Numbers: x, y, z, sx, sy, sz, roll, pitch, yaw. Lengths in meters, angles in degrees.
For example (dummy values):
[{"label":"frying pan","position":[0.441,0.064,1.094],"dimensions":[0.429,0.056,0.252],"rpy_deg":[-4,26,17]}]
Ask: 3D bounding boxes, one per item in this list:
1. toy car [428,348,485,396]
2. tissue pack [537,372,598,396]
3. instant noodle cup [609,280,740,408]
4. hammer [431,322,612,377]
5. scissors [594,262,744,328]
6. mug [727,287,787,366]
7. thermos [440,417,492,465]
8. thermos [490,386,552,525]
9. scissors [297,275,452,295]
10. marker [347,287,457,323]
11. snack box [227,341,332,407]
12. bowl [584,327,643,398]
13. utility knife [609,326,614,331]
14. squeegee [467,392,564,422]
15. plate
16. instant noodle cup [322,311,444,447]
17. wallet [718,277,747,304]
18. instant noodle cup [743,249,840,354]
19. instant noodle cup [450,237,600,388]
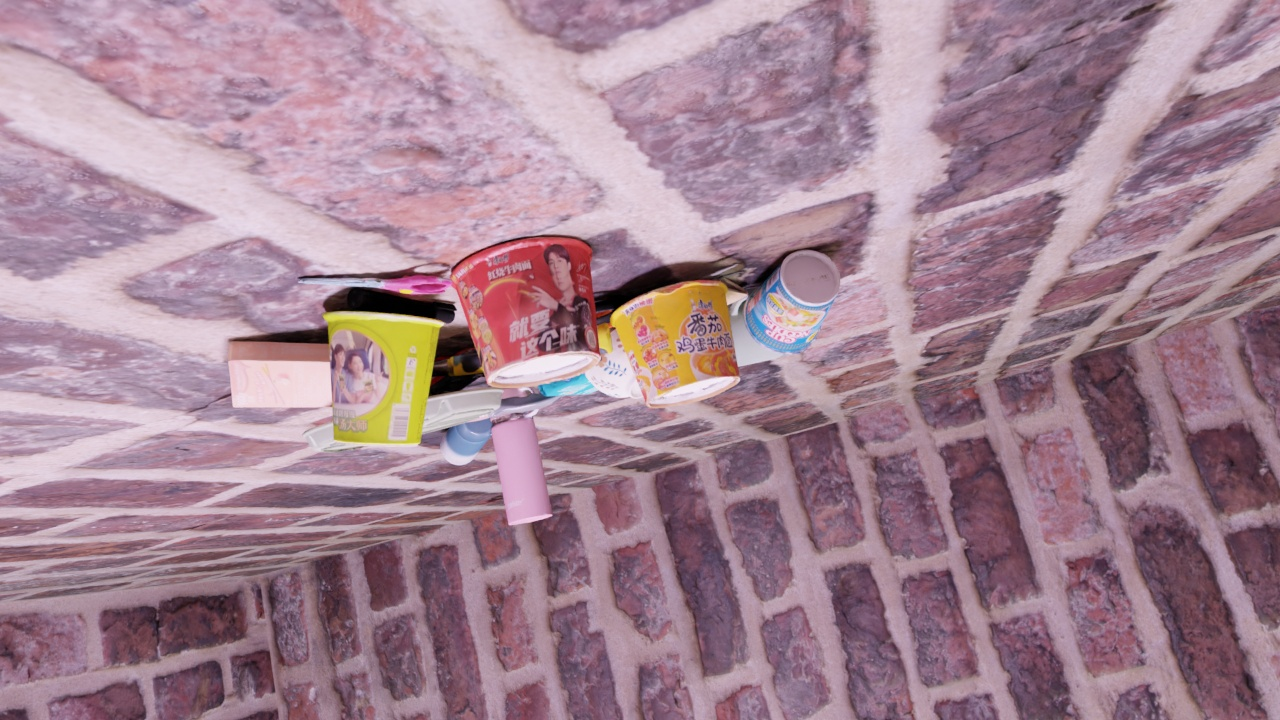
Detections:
[{"label":"toy car","position":[-0.231,0.017,1.115],"dimensions":[0.121,0.045,0.052],"rpy_deg":[-29,163,28]},{"label":"tissue pack","position":[-0.070,0.011,1.246],"dimensions":[0.134,0.050,0.093],"rpy_deg":[-24,165,40]},{"label":"instant noodle cup","position":[0.044,-0.013,1.025],"dimensions":[0.138,0.109,0.138],"rpy_deg":[-14,166,-4]},{"label":"hammer","position":[-0.192,0.003,1.025],"dimensions":[0.323,0.031,0.126],"rpy_deg":[-10,154,-2]},{"label":"scissors","position":[0.006,-0.070,1.051],"dimensions":[0.229,0.021,0.190],"rpy_deg":[-13,171,-13]},{"label":"mug","position":[0.154,-0.051,1.171],"dimensions":[0.106,0.082,0.112],"rpy_deg":[-12,136,-4]},{"label":"thermos","position":[-0.276,0.115,1.465],"dimensions":[0.070,0.070,0.221],"rpy_deg":[-9,166,-21]},{"label":"thermos","position":[-0.171,0.135,1.343],"dimensions":[0.087,0.198,0.067],"rpy_deg":[-18,165,27]},{"label":"scissors","position":[-0.234,-0.068,0.814],"dimensions":[0.133,0.017,0.057],"rpy_deg":[-1,171,-32]},{"label":"marker","position":[-0.226,-0.052,0.882],"dimensions":[0.022,0.020,0.131],"rpy_deg":[-35,160,22]},{"label":"snack box","position":[-0.334,0.016,0.939],"dimensions":[0.157,0.026,0.085],"rpy_deg":[2,144,-19]},{"label":"bowl","position":[-0.007,0.007,1.145],"dimensions":[0.113,0.062,0.114],"rpy_deg":[-29,150,-19]},{"label":"utility knife","position":[0.014,-0.046,1.180],"dimensions":[0.166,0.018,0.031],"rpy_deg":[-1,157,-30]},{"label":"squeegee","position":[-0.225,0.065,1.274],"dimensions":[0.249,0.040,0.248],"rpy_deg":[-4,165,-7]},{"label":"plate","position":[-0.268,0.070,1.057],"dimensions":[0.230,0.027,0.230],"rpy_deg":[-14,174,-1]},{"label":"instant noodle cup","position":[-0.247,0.020,0.871],"dimensions":[0.111,0.123,0.111],"rpy_deg":[3,178,0]},{"label":"wallet","position":[0.067,-0.067,1.112],"dimensions":[0.115,0.024,0.087],"rpy_deg":[-22,166,28]},{"label":"instant noodle cup","position":[0.180,-0.073,1.066],"dimensions":[0.099,0.099,0.110],"rpy_deg":[-11,160,-13]},{"label":"instant noodle cup","position":[-0.100,-0.040,0.859],"dimensions":[0.138,0.108,0.138],"rpy_deg":[-13,167,-3]}]
